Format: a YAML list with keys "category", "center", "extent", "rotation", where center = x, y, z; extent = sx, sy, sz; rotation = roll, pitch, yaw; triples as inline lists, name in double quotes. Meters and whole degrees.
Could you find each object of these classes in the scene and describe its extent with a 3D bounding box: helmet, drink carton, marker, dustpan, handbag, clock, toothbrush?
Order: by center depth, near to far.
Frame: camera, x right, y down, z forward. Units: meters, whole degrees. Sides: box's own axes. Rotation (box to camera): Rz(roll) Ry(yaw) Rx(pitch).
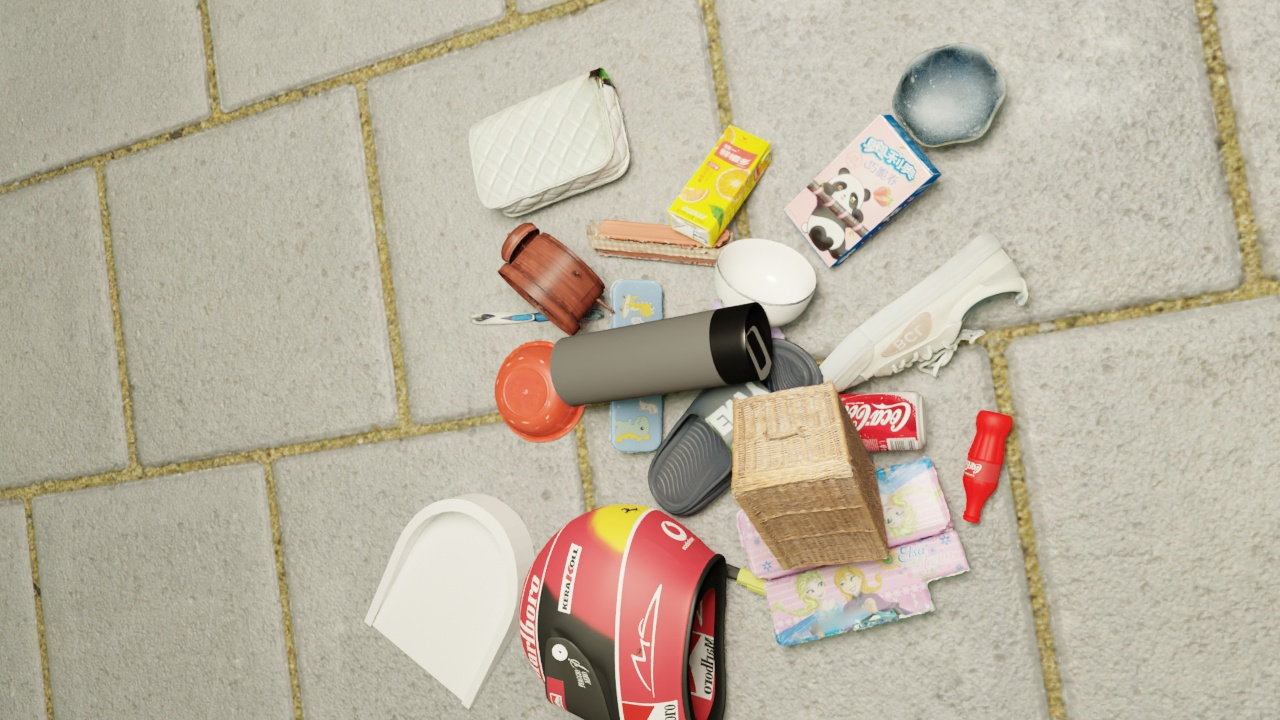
- category: "helmet"
  center: [-0.024, 0.297, 1.035]
  extent: [0.225, 0.197, 0.271]
  rotation: [3, 100, 20]
- category: "drink carton"
  center: [0.092, -0.199, 1.046]
  extent: [0.058, 0.043, 0.134]
  rotation: [29, 75, 19]
- category: "marker"
  center: [0.104, 0.249, 1.079]
  extent: [0.124, 0.021, 0.017]
  rotation: [16, 140, 21]
- category: "clock"
  center: [-0.111, -0.100, 1.094]
  extent: [0.072, 0.120, 0.158]
  rotation: [-49, 51, -5]
- category: "handbag"
  center: [-0.112, -0.264, 1.132]
  extent: [0.195, 0.072, 0.138]
  rotation: [-16, 76, 20]
- category: "toothbrush"
  center: [-0.135, -0.056, 1.168]
  extent: [0.189, 0.017, 0.016]
  rotation: [-1, 91, 20]
- category: "dustpan"
  center: [-0.246, 0.297, 1.191]
  extent: [0.191, 0.053, 0.258]
  rotation: [33, 101, 17]

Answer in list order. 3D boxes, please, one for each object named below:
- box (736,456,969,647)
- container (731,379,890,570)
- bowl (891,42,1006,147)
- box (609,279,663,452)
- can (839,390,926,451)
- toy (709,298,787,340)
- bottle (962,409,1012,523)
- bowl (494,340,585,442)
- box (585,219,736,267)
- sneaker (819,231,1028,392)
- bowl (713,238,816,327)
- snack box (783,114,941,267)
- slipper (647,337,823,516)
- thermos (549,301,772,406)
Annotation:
- category: "box"
  center: [0.231, 0.212, 1.007]
  extent: [0.231, 0.035, 0.159]
  rotation: [-21, 70, 19]
- category: "container"
  center: [0.172, 0.119, 0.926]
  extent: [0.114, 0.198, 0.112]
  rotation: [-12, 52, 19]
- category: "bowl"
  center: [0.328, -0.276, 0.976]
  extent: [0.110, 0.055, 0.110]
  rotation: [0, 89, 20]
- category: "box"
  center: [-0.007, 0.006, 1.100]
  extent: [0.068, 0.058, 0.210]
  rotation: [1, 91, 18]
- category: "can"
  center: [0.254, 0.067, 0.999]
  extent: [0.105, 0.064, 0.064]
  rotation: [-4, 89, 20]
- category: "toy"
  center: [0.115, -0.024, 1.067]
  extent: [0.100, 0.036, 0.080]
  rotation: [39, 113, 20]
- category: "bottle"
  center: [0.364, 0.114, 0.974]
  extent: [0.036, 0.036, 0.119]
  rotation: [13, 95, 20]
- category: "bowl"
  center: [-0.135, 0.040, 1.153]
  extent: [0.131, 0.045, 0.130]
  rotation: [0, 90, 20]
- category: "box"
  center: [0.027, -0.140, 1.104]
  extent: [0.188, 0.064, 0.056]
  rotation: [10, 58, 22]
- category: "sneaker"
  center: [0.296, -0.026, 0.971]
  extent: [0.243, 0.089, 0.090]
  rotation: [-39, 79, 15]
- category: "bowl"
  center: [0.135, -0.079, 1.029]
  extent: [0.113, 0.113, 0.063]
  rotation: [31, 138, 17]
- category: "snack box"
  center: [0.237, -0.182, 0.995]
  extent: [0.155, 0.033, 0.088]
  rotation: [-44, 76, 36]
- category: "slipper"
  center: [0.085, 0.077, 1.028]
  extent: [0.269, 0.083, 0.110]
  rotation: [-49, 64, 27]
- category: "thermos"
  center: [0.022, -0.004, 1.007]
  extent: [0.241, 0.082, 0.082]
  rotation: [-9, 87, 30]
